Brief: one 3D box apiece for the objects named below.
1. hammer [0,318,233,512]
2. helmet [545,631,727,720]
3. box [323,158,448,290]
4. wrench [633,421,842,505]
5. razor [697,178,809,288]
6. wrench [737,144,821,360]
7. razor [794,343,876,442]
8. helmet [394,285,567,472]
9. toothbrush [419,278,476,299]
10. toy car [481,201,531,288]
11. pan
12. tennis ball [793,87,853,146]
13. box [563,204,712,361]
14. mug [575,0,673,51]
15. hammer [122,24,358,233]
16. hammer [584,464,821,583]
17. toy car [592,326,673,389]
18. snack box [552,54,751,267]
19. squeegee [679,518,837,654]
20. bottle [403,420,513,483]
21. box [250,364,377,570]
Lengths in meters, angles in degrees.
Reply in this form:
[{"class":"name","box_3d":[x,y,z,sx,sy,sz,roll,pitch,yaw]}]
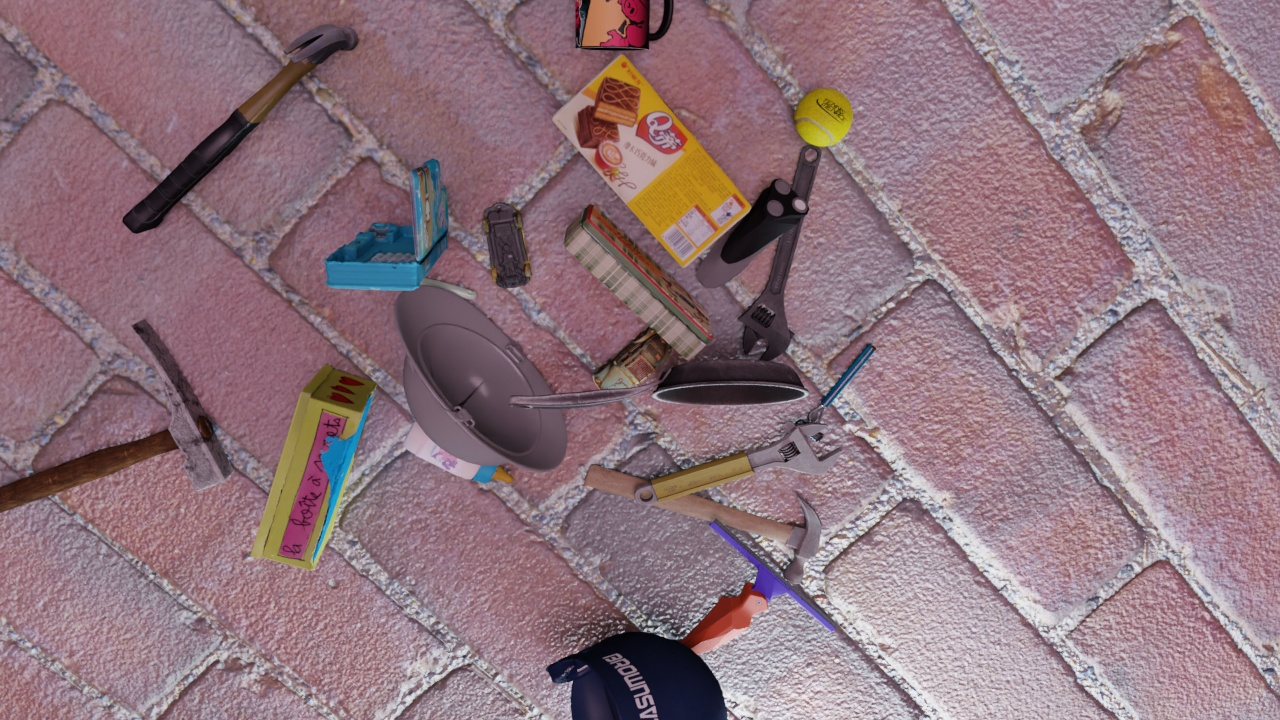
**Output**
[{"class":"hammer","box_3d":[-0.688,0.096,1.131,0.300,0.037,0.218,-19,107,3]},{"class":"helmet","box_3d":[-0.003,0.482,1.204,0.222,0.232,0.273,3,137,-40]},{"class":"box","box_3d":[-0.264,-0.157,0.983,0.098,0.226,0.121,3,107,-5]},{"class":"wrench","box_3d":[0.124,0.140,1.184,0.273,0.018,0.084,-18,109,2]},{"class":"razor","box_3d":[0.129,-0.146,1.105,0.057,0.060,0.157,48,120,5]},{"class":"wrench","box_3d":[0.178,-0.128,1.130,0.073,0.018,0.273,14,104,2]},{"class":"razor","box_3d":[0.255,0.038,1.185,0.042,0.022,0.144,35,96,-16]},{"class":"helmet","box_3d":[-0.217,0.047,1.095,0.118,0.182,0.271,-36,103,29]},{"class":"toothbrush","box_3d":[-0.274,-0.098,1.111,0.154,0.015,0.022,15,64,-8]},{"class":"toy car","box_3d":[-0.160,-0.137,1.099,0.049,0.030,0.107,-7,109,-1]},{"class":"pan","box_3d":[0.025,0.034,1.078,0.356,0.188,0.055,3,79,-15]},{"class":"tennis ball","box_3d":[0.212,-0.282,1.063,0.065,0.065,0.065,-1,106,-4]},{"class":"box","box_3d":[-0.001,-0.093,1.079,0.205,0.117,0.049,42,101,-12]},{"class":"mug","box_3d":[-0.015,-0.395,1.014,0.117,0.082,0.098,-9,109,-30]},{"class":"hammer","box_3d":[-0.451,-0.253,1.013,0.333,0.117,0.025,-38,103,13]},{"class":"hammer","box_3d":[0.086,0.198,1.223,0.331,0.030,0.119,18,104,-6]},{"class":"toy car","box_3d":[-0.007,0.006,1.143,0.112,0.047,0.047,-41,108,8]},{"class":"snack box","box_3d":[0.014,-0.231,1.067,0.110,0.061,0.230,-41,105,8]},{"class":"squeegee","box_3d":[0.120,0.351,1.250,0.185,0.055,0.249,-41,108,20]},{"class":"bottle","box_3d":[-0.225,0.120,1.160,0.146,0.051,0.051,29,102,-12]},{"class":"box","box_3d":[-0.394,0.127,1.116,0.081,0.124,0.221,17,106,-11]}]
